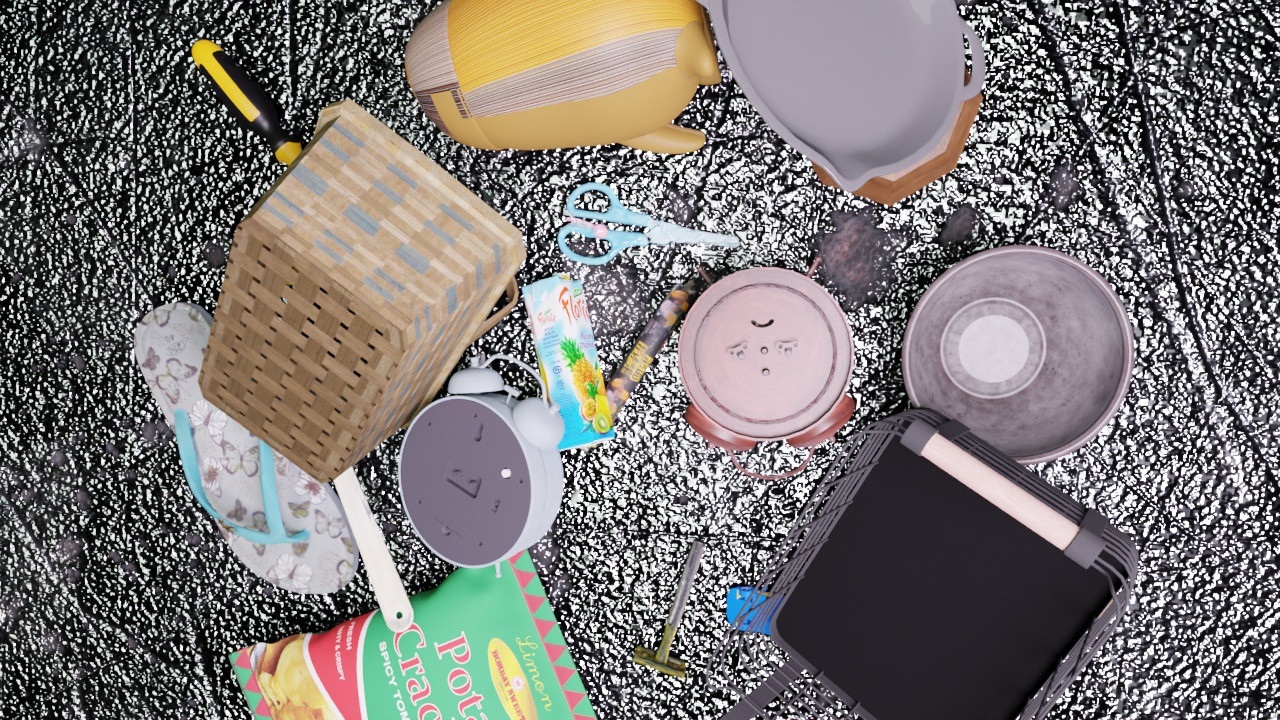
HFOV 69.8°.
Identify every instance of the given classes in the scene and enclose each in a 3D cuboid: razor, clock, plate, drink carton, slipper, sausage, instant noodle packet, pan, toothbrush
[{"bbox_3d":[0.029,0.188,0.706,0.042,0.026,0.106,19,94,7],"label":"razor"},{"bbox_3d":[0.089,0.008,0.651,0.120,0.072,0.157,-4,95,8],"label":"clock"},{"bbox_3d":[0.172,-0.178,0.642,0.131,0.025,0.131,1,96,7],"label":"plate"},{"bbox_3d":[-0.053,0.000,0.674,0.039,0.044,0.129,-15,84,24],"label":"drink carton"},{"bbox_3d":[-0.326,0.079,0.725,0.098,0.054,0.269,-34,90,12],"label":"slipper"},{"bbox_3d":[-0.004,0.004,0.690,0.020,0.020,0.155,34,99,3],"label":"sausage"},{"bbox_3d":[-0.169,0.272,0.705,0.253,0.090,0.195,-22,90,5],"label":"instant noodle packet"},{"bbox_3d":[-0.111,0.073,0.661,0.122,0.045,0.159,28,106,25],"label":"clock"},{"bbox_3d":[0.067,-0.213,0.551,0.354,0.024,0.216,6,80,-25],"label":"pan"},{"bbox_3d":[-0.274,-0.165,0.704,0.031,0.031,0.196,-39,95,4],"label":"toothbrush"}]

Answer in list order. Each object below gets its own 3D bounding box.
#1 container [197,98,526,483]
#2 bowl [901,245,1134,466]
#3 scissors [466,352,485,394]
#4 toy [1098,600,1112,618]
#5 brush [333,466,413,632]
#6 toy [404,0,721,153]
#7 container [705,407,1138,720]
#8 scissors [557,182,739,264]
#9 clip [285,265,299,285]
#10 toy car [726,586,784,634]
[{"bbox_3d":[-0.180,-0.051,0.633,0.157,0.185,0.251,38,136,-5],"label":"container"},{"bbox_3d":[0.250,-0.005,0.630,0.145,0.067,0.145,1,96,7],"label":"bowl"},{"bbox_3d":[-0.128,0.073,0.713,0.129,0.019,0.137,-36,83,17],"label":"scissors"},{"bbox_3d":[0.260,0.148,0.637,0.108,0.105,0.134,-19,97,20],"label":"toy"},{"bbox_3d":[-0.220,0.105,0.700,0.033,0.012,0.217,-31,72,10],"label":"brush"},{"bbox_3d":[-0.056,-0.213,0.621,0.203,0.162,0.199,-13,134,11],"label":"toy"},{"bbox_3d":[0.163,0.157,0.553,0.163,0.130,0.242,37,111,25],"label":"container"},{"bbox_3d":[0.008,-0.099,0.684,0.138,0.015,0.063,5,93,1],"label":"scissors"},{"bbox_3d":[-0.276,-0.082,0.722,0.053,0.039,0.047,14,93,4],"label":"clip"},{"bbox_3d":[0.120,0.189,0.698,0.092,0.061,0.033,4,95,37],"label":"toy car"}]
